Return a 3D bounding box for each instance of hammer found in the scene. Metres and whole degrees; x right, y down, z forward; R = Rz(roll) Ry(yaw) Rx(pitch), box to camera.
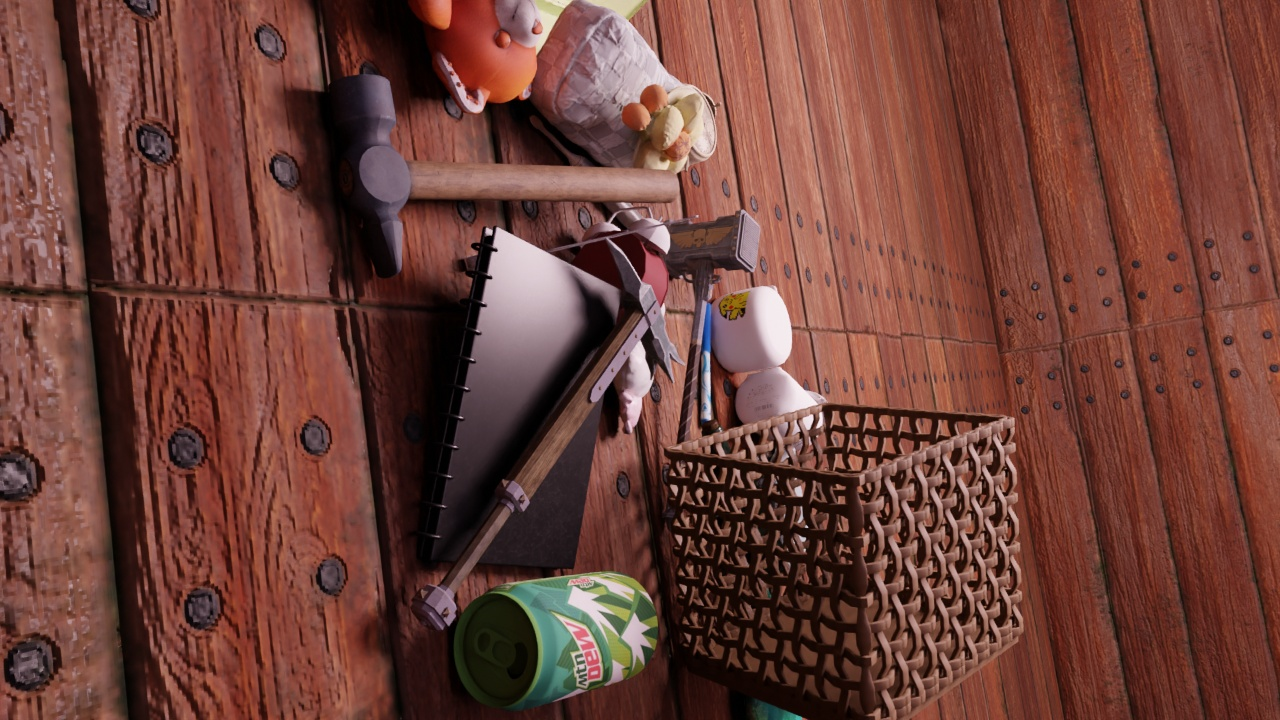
[{"bbox_3d":[-0.081,-0.136,0.707,0.320,0.040,0.129,-10,92,-46],"label":"hammer"},{"bbox_3d":[-0.066,0.055,0.662,0.315,0.028,0.147,-56,138,-35],"label":"hammer"},{"bbox_3d":[0.052,0.008,0.917,0.044,0.099,0.321,29,65,-52],"label":"hammer"}]

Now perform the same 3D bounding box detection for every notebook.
[{"bbox_3d":[-0.084,0.035,0.683,0.169,0.019,0.231,22,75,-55],"label":"notebook"}]

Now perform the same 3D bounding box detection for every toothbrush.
[{"bbox_3d":[-0.045,-0.094,0.703,0.010,0.181,0.010,-146,-137,-85],"label":"toothbrush"},{"bbox_3d":[-0.045,-0.169,0.861,0.185,0.022,0.024,38,15,-46],"label":"toothbrush"}]

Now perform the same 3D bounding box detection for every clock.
[{"bbox_3d":[-0.018,-0.078,0.808,0.044,0.087,0.124,32,64,-52],"label":"clock"},{"bbox_3d":[0.056,-0.270,1.027,0.093,0.055,0.140,64,36,-23],"label":"clock"}]

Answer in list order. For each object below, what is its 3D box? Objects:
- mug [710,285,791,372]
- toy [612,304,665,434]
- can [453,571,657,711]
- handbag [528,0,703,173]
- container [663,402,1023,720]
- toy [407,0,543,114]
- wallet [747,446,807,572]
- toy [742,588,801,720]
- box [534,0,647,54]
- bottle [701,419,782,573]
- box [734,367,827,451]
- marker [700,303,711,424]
[{"bbox_3d":[0.130,-0.043,1.062,0.094,0.068,0.115,53,39,-36],"label":"mug"},{"bbox_3d":[-0.005,0.005,0.838,0.076,0.037,0.125,54,50,-84],"label":"toy"},{"bbox_3d":[-0.057,0.197,0.656,0.144,0.083,0.083,13,69,-57],"label":"can"},{"bbox_3d":[-0.016,-0.229,0.814,0.112,0.123,0.171,-55,146,6],"label":"handbag"},{"bbox_3d":[0.190,0.172,0.853,0.251,0.220,0.214,-11,99,-40],"label":"container"},{"bbox_3d":[-0.127,-0.278,0.688,0.163,0.093,0.172,-46,121,-56],"label":"toy"},{"bbox_3d":[0.156,0.174,1.049,0.100,0.054,0.132,-41,117,-54],"label":"wallet"},{"bbox_3d":[0.144,0.333,0.967,0.130,0.073,0.193,47,33,-41],"label":"toy"},{"bbox_3d":[-0.056,-0.323,0.856,0.187,0.061,0.134,-14,131,-58],"label":"box"},{"bbox_3d":[0.101,0.142,0.967,0.055,0.055,0.174,-43,116,-55],"label":"bottle"},{"bbox_3d":[0.177,0.062,1.098,0.160,0.081,0.091,39,41,-50],"label":"box"},{"bbox_3d":[0.071,0.004,1.003,0.013,0.013,0.141,29,56,-52],"label":"marker"}]
